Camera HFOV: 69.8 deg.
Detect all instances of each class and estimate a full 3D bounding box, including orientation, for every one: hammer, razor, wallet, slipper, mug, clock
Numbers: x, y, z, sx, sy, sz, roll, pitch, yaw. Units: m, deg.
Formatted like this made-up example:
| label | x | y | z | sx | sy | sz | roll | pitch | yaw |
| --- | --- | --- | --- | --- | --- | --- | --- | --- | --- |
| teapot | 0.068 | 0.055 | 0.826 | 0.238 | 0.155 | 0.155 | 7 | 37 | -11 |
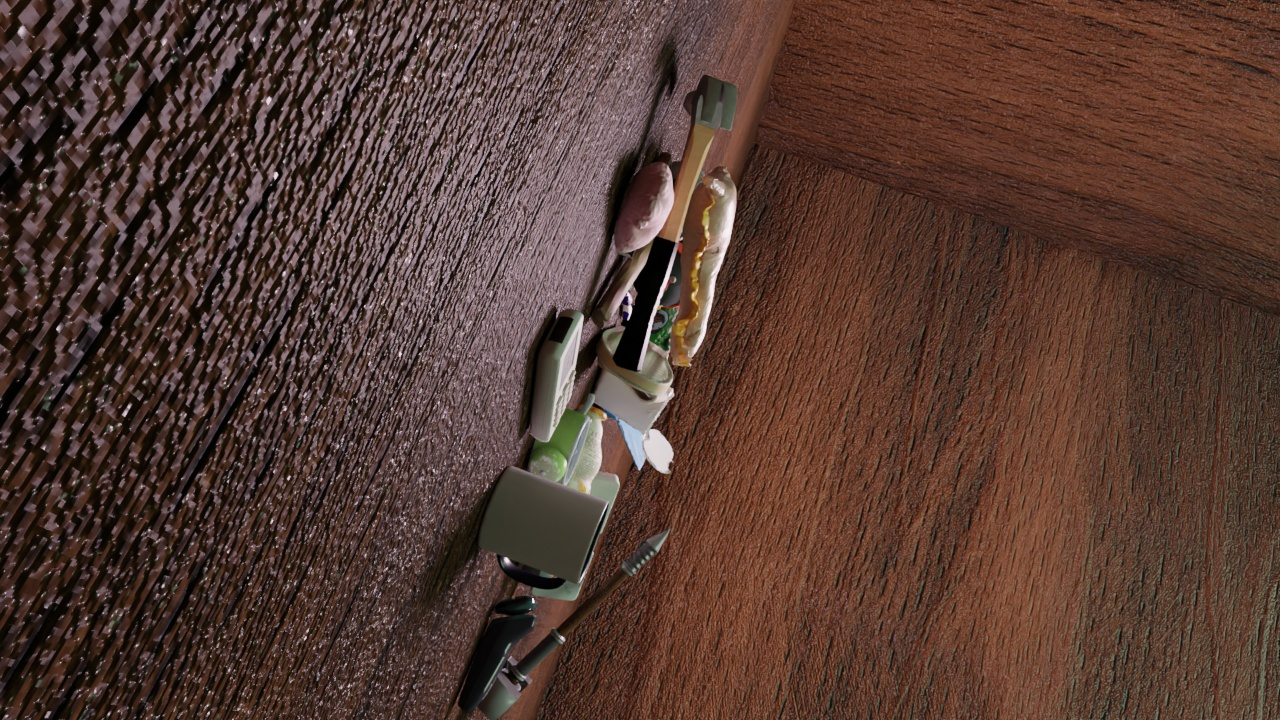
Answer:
| label | x | y | z | sx | sy | sz | roll | pitch | yaw |
| --- | --- | --- | --- | --- | --- | --- | --- | --- | --- |
| hammer | 0.034 | -0.148 | 1.007 | 0.131 | 0.039 | 0.328 | -129 | -124 | -77 |
| razor | -0.164 | 0.333 | 1.049 | 0.047 | 0.052 | 0.142 | 107 | 9 | -65 |
| wallet | 0.007 | -0.181 | 1.067 | 0.072 | 0.019 | 0.122 | 105 | 6 | -48 |
| slipper | -0.007 | 0.007 | 1.182 | 0.052 | 0.115 | 0.262 | -58 | -177 | 10 |
| hammer | 0.008 | -0.141 | 1.126 | 0.327 | 0.052 | 0.098 | -60 | 170 | -50 |
| mug | -0.092 | 0.163 | 0.841 | 0.078 | 0.097 | 0.112 | -63 | 171 | -61 |
| hammer | -0.080 | 0.333 | 1.201 | 0.322 | 0.043 | 0.156 | -43 | 173 | -5 |
| clock | -0.088 | 0.096 | 0.962 | 0.094 | 0.042 | 0.119 | 100 | 10 | -61 |

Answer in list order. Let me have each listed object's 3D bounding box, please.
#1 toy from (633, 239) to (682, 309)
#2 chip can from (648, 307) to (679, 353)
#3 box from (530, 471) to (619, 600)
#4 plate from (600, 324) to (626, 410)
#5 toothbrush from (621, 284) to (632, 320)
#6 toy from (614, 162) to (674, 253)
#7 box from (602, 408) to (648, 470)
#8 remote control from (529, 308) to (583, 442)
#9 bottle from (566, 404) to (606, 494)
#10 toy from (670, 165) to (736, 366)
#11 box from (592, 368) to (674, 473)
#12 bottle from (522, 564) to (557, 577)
| label | x | y | z | sx | sy | sz | roll | pitch | yaw |
| --- | --- | --- | --- | --- | --- | --- | --- | --- | --- |
| toy | 0.035 | -0.117 | 1.274 | 0.119 | 0.097 | 0.100 | -27 | 141 | -50 |
| chip can | 0.049 | -0.125 | 1.492 | 0.075 | 0.075 | 0.223 | -55 | 164 | -74 |
| box | -0.103 | 0.210 | 1.215 | 0.096 | 0.085 | 0.199 | -118 | -136 | -60 |
| plate | -0.034 | -0.001 | 1.409 | 0.178 | 0.012 | 0.178 | 22 | 87 | -86 |
| toothbrush | -0.018 | -0.081 | 1.222 | 0.187 | 0.016 | 0.015 | 90 | 20 | -77 |
| toy | 0.006 | -0.158 | 0.934 | 0.093 | 0.050 | 0.102 | -162 | -85 | -82 |
| box | -0.017 | 0.072 | 1.458 | 0.231 | 0.066 | 0.173 | -31 | 120 | -83 |
| remote control | -0.077 | 0.016 | 0.837 | 0.139 | 0.025 | 0.060 | 105 | 7 | -50 |
| bottle | -0.073 | 0.105 | 1.043 | 0.063 | 0.063 | 0.108 | 94 | 17 | -74 |
| toy | 0.069 | -0.111 | 1.150 | 0.195 | 0.065 | 0.264 | -42 | 146 | -72 |
| box | 0.002 | 0.075 | 1.290 | 0.119 | 0.160 | 0.084 | -61 | 174 | 24 |
| bottle | -0.101 | 0.194 | 1.118 | 0.072 | 0.046 | 0.161 | -20 | 130 | -49 |
